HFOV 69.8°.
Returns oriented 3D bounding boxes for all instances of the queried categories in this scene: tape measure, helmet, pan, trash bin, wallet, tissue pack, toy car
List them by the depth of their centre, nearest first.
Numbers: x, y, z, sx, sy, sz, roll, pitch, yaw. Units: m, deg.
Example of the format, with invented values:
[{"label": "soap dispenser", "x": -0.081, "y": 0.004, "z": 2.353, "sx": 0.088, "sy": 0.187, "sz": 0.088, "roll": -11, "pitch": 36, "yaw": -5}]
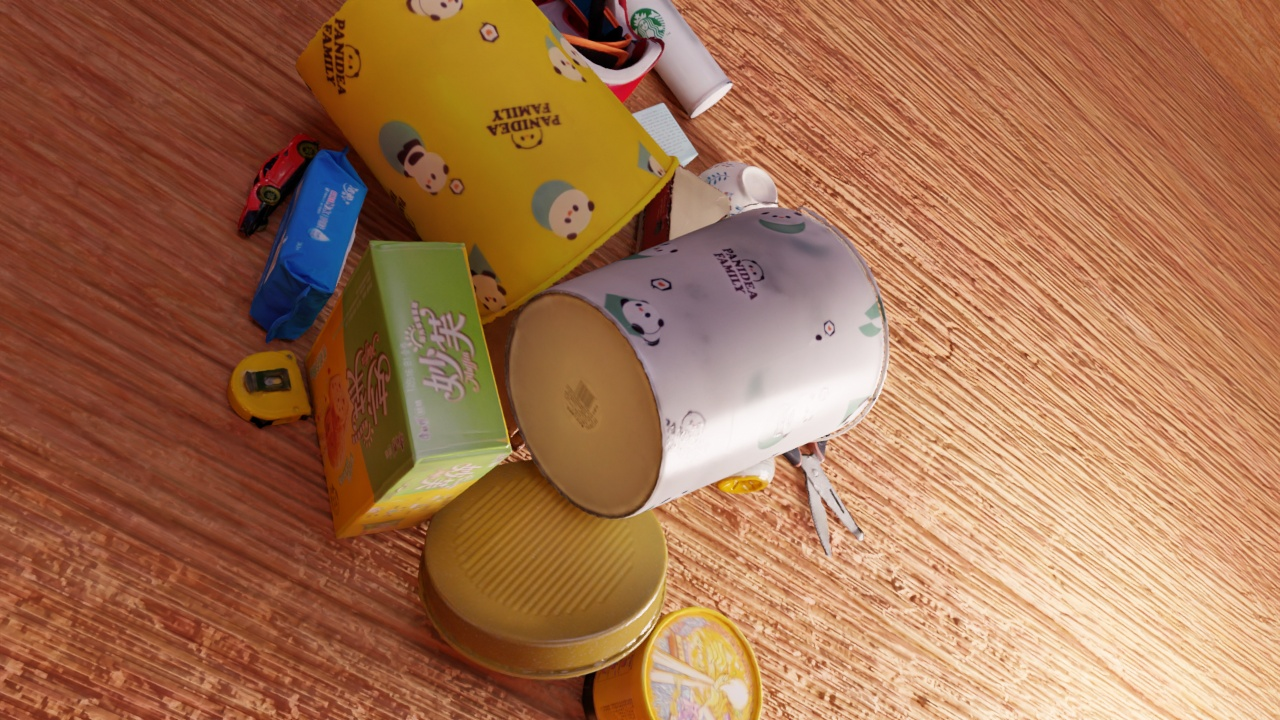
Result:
[{"label": "tape measure", "x": -0.290, "y": 0.021, "z": 0.715, "sx": 0.057, "sy": 0.029, "sz": 0.060, "roll": -10, "pitch": 73, "yaw": -38}, {"label": "tissue pack", "x": -0.267, "y": -0.095, "z": 0.748, "sx": 0.052, "sy": 0.095, "sz": 0.156, "roll": 23, "pitch": 54, "yaw": -27}, {"label": "trash bin", "x": 0.041, "y": 0.002, "z": 0.769, "sx": 0.251, "sy": 0.230, "sz": 0.229, "roll": -22, "pitch": 81, "yaw": -40}, {"label": "toy car", "x": -0.308, "y": -0.149, "z": 0.774, "sx": 0.031, "sy": 0.049, "sz": 0.106, "roll": 33, "pitch": 52, "yaw": -16}, {"label": "trash bin", "x": -0.133, "y": -0.200, "z": 0.784, "sx": 0.255, "sy": 0.230, "sz": 0.228, "roll": 51, "pitch": 48, "yaw": -15}, {"label": "pan", "x": -0.035, "y": 0.135, "z": 0.794, "sx": 0.198, "sy": 0.078, "sz": 0.356, "roll": 27, "pitch": 40, "yaw": 21}, {"label": "wallet", "x": -0.111, "y": 0.009, "z": 0.845, "sx": 0.108, "sy": 0.031, "sz": 0.131, "roll": 41, "pitch": 50, "yaw": 1}, {"label": "helmet", "x": -0.113, "y": -0.332, "z": 0.953, "sx": 0.206, "sy": 0.144, "sz": 0.240, "roll": -16, "pitch": 63, "yaw": -44}]

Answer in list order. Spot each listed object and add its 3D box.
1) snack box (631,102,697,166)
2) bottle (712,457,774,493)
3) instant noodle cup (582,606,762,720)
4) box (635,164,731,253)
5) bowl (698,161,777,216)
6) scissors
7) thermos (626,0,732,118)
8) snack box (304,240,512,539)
[{"label": "snack box", "x": -0.018, "y": -0.226, "z": 1.024, "sx": 0.174, "sy": 0.052, "sz": 0.074, "roll": -33, "pitch": 90, "yaw": -41}, {"label": "bottle", "x": 0.099, "y": 0.042, "z": 0.962, "sx": 0.068, "sy": 0.068, "sz": 0.189, "roll": 14, "pitch": 60, "yaw": -30}, {"label": "instant noodle cup", "x": 0.020, "y": 0.273, "z": 0.755, "sx": 0.118, "sy": 0.115, "sz": 0.118, "roll": 17, "pitch": 58, "yaw": -29}, {"label": "box", "x": 0.053, "y": -0.132, "z": 0.988, "sx": 0.091, "sy": 0.080, "sz": 0.168, "roll": 28, "pitch": 42, "yaw": -21}, {"label": "bowl", "x": 0.124, "y": -0.195, "z": 1.107, "sx": 0.113, "sy": 0.062, "sz": 0.113, "roll": 15, "pitch": 61, "yaw": -29}, {"label": "scissors", "x": 0.186, "y": 0.104, "z": 1.030, "sx": 0.189, "sy": 0.015, "sz": 0.226, "roll": 29, "pitch": 53, "yaw": -21}, {"label": "thermos", "x": 0.020, "y": -0.410, "z": 1.136, "sx": 0.224, "sy": 0.073, "sz": 0.073, "roll": 53, "pitch": 48, "yaw": -2}, {"label": "snack box", "x": -0.179, "y": 0.028, "z": 0.670, "sx": 0.070, "sy": 0.211, "sz": 0.157, "roll": -5, "pitch": 71, "yaw": -33}]
